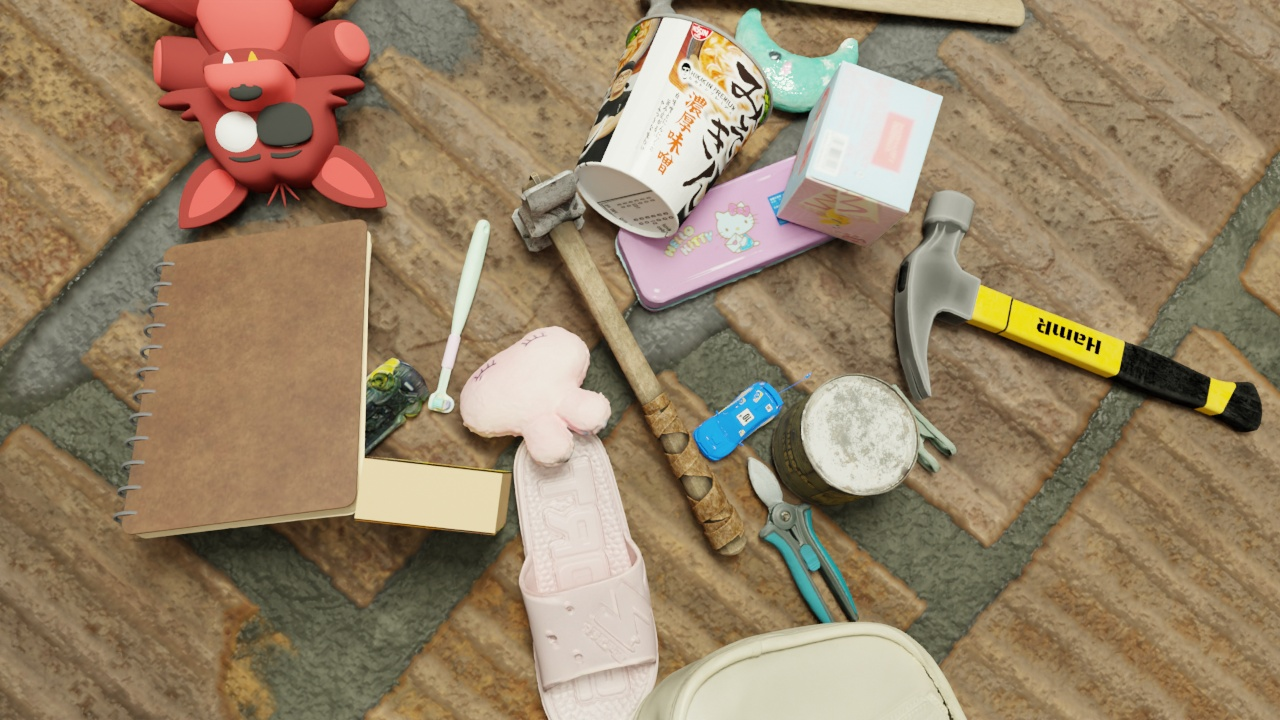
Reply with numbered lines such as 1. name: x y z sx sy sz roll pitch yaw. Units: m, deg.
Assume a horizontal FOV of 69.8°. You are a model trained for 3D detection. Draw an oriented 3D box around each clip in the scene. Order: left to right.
1. clip: 0.217 0.054 0.731 0.044 0.023 0.076 -43 86 -7

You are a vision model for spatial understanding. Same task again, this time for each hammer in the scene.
1. hammer: -0.004 0.004 0.686 0.049 0.121 0.319 -29 94 -8
2. hammer: 0.162 -0.304 0.756 0.331 0.031 0.119 2 66 -7
3. hammer: 0.356 -0.007 0.742 0.324 0.034 0.169 20 76 -5

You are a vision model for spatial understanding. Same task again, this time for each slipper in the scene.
1. slipper: -0.041 0.162 0.676 0.094 0.064 0.239 -10 83 -6

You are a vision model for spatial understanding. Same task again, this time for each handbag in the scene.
1. handbag: 0.112 0.278 0.646 0.228 0.132 0.184 -20 73 -31

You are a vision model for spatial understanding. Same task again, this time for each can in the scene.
1. can: 0.152 0.062 0.693 0.090 0.075 0.089 2 75 -9

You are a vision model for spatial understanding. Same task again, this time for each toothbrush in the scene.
1. toothbrush: -0.139 -0.036 0.714 0.022 0.015 0.154 18 81 -41

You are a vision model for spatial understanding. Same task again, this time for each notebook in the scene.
1. notebook: -0.275 0.008 0.650 0.167 0.024 0.225 -8 63 3

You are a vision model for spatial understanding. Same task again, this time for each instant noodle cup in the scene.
1. instant noodle cup: 0.016 -0.165 0.680 0.123 0.124 0.121 29 73 -1

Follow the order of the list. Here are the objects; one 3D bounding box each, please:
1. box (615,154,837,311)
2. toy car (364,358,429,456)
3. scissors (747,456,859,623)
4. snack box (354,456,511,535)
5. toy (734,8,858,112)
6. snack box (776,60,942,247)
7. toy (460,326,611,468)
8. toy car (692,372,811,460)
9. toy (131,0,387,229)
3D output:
1. box: 0.087 -0.109 0.734 0.214 0.033 0.076 -23 84 -7
2. toy car: -0.208 0.042 0.685 0.105 0.048 0.033 -44 56 -10
3. scissors: 0.118 0.146 0.712 0.136 0.019 0.137 23 75 -7
4. snack box: -0.140 0.093 0.643 0.088 0.126 0.040 7 83 -4
5. toy: 0.123 -0.245 0.755 0.105 0.033 0.085 20 71 -1
6. snack box: 0.160 -0.148 0.679 0.079 0.095 0.093 19 80 -2
7. toy: -0.074 0.029 0.683 0.108 0.053 0.105 -39 64 -17
8. toy car: 0.086 0.040 0.701 0.092 0.062 0.033 -37 88 -8
9. toy: -0.279 -0.205 0.677 0.158 0.120 0.197 -8 92 -8
